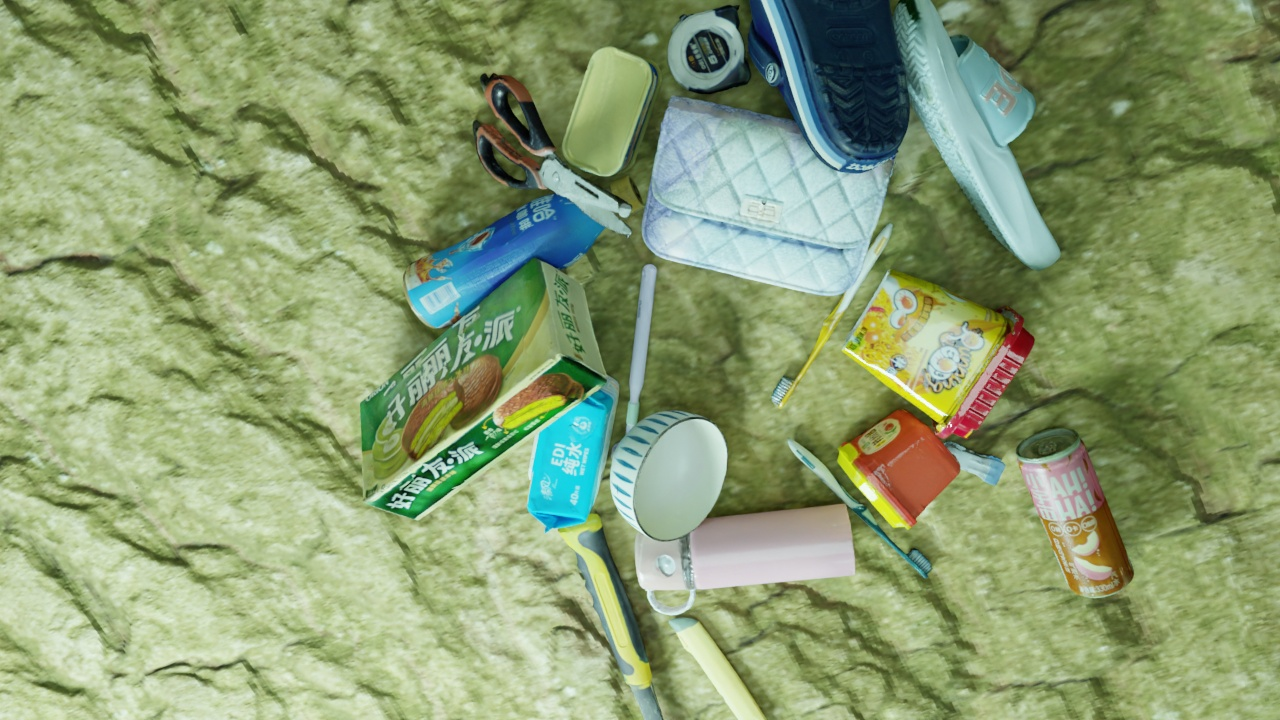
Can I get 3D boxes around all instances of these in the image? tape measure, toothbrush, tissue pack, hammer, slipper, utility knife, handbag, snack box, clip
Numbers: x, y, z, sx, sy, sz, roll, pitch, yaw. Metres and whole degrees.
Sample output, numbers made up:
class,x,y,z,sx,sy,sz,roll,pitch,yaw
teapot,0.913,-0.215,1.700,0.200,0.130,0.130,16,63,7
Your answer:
class,x,y,z,sx,sy,sz,roll,pitch,yaw
tape measure,0.055,-0.254,0.759,0.066,0.033,0.066,-11,102,6
toothbrush,0.168,-0.039,0.815,0.018,0.016,0.192,30,106,4
toothbrush,-0.005,0.005,0.841,0.021,0.029,0.189,-2,107,-36
tissue pack,-0.062,0.076,0.828,0.063,0.090,0.140,12,105,3
hammer,-0.004,0.301,0.913,0.126,0.031,0.323,-16,102,9
slipper,0.276,-0.182,0.724,0.074,0.104,0.245,-31,105,15
utility knife,0.092,0.334,0.919,0.031,0.021,0.198,-31,93,17
handbag,0.104,-0.135,0.764,0.194,0.075,0.134,12,107,1
snack box,-0.143,0.029,0.788,0.241,0.114,0.063,-36,137,23
snack box,0.229,0.093,0.808,0.080,0.091,0.082,-41,98,6
slipper,0.137,-0.263,0.720,0.105,0.095,0.252,-15,83,-22
clip,0.301,0.092,0.835,0.058,0.041,0.026,24,108,4
toothbrush,0.206,0.137,0.858,0.191,0.016,0.018,44,94,-7

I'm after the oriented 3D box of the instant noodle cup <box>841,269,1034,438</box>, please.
class,x,y,z,sx,sy,sz,roll,pitch,yaw
instant noodle cup,0.244,-0.013,0.771,0.124,0.116,0.116,31,106,9

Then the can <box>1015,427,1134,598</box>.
class,x,y,z,sx,sy,sz,roll,pitch,yaw
can,0.387,0.137,0.819,0.058,0.057,0.147,-24,102,11

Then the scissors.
class,x,y,z,sx,sy,sz,roll,pitch,yaw
scissors,-0.073,-0.165,0.725,0.015,0.206,0.197,-18,93,-34

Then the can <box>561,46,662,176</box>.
class,x,y,z,sx,sy,sz,roll,pitch,yaw
can,-0.023,-0.204,0.753,0.057,0.083,0.102,20,106,-1

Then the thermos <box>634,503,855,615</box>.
class,x,y,z,sx,sy,sz,roll,pitch,yaw
thermos,0.097,0.186,0.853,0.199,0.067,0.087,-8,93,6

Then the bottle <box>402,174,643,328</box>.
class,x,y,z,sx,sy,sz,roll,pitch,yaw
bottle,-0.100,-0.099,0.793,0.219,0.065,0.065,-25,101,13

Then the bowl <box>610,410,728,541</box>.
class,x,y,z,sx,sy,sz,roll,pitch,yaw
bowl,0.017,0.097,0.828,0.066,0.116,0.116,21,112,45
